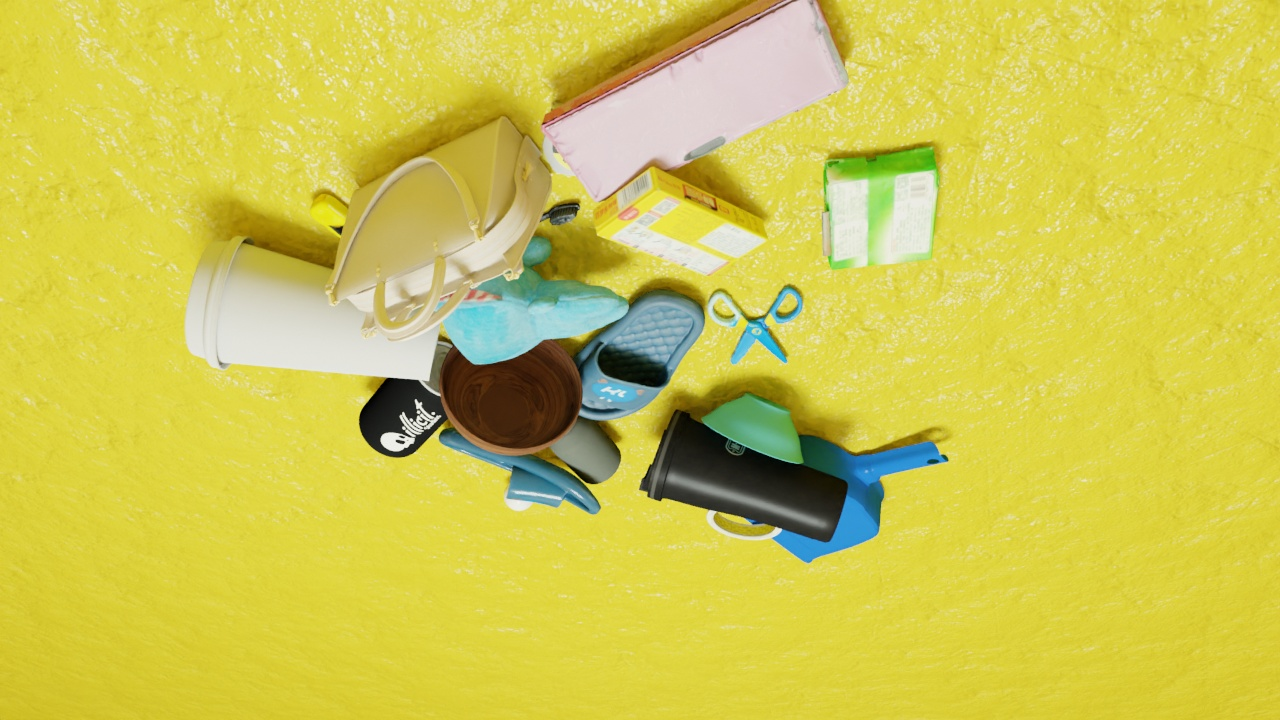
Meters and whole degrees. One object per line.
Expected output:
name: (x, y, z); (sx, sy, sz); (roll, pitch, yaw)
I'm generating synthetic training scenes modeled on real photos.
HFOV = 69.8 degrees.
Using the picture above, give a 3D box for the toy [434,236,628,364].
toy: (-0.105, -0.060, 0.868); (0.181, 0.114, 0.183); (-8, 172, 15)

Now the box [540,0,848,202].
box: (0.041, -0.205, 0.721); (0.233, 0.041, 0.098); (-20, 136, 19)

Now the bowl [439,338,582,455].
bowl: (-0.140, 0.041, 0.963); (0.147, 0.147, 0.069); (15, 147, -11)

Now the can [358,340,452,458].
can: (-0.251, 0.045, 1.023); (0.080, 0.080, 0.146); (28, 134, -24)

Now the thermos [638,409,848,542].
thermos: (0.116, 0.135, 1.030); (0.219, 0.105, 0.106); (18, 139, 8)

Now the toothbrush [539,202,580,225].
toothbrush: (-0.138, -0.115, 0.878); (0.188, 0.017, 0.014); (-16, 136, 25)

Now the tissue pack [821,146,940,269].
tissue pack: (0.209, -0.130, 0.809); (0.099, 0.034, 0.114); (-5, 137, 8)

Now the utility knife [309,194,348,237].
utility knife: (-0.242, -0.095, 0.912); (0.029, 0.020, 0.197); (-22, 134, 33)

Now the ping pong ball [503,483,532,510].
ping pong ball: (-0.157, 0.175, 1.189); (0.040, 0.040, 0.040); (3, 139, 3)

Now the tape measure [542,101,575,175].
tape measure: (-0.051, -0.188, 0.785); (0.064, 0.016, 0.065); (8, 139, -2)

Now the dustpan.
dustpan: (0.247, 0.156, 1.110); (0.258, 0.059, 0.245); (-20, 133, 40)

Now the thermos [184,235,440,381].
thermos: (-0.312, -0.040, 0.903); (0.221, 0.131, 0.132); (11, 139, -12)

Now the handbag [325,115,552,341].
handbag: (-0.178, -0.091, 0.773); (0.195, 0.197, 0.101); (-19, 133, 25)

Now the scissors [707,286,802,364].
scissors: (0.114, -0.035, 0.942); (0.125, 0.016, 0.126); (18, 136, -9)

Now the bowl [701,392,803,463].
bowl: (0.132, 0.067, 1.012); (0.121, 0.121, 0.046); (20, 96, -16)

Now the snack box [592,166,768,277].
snack box: (0.037, -0.118, 0.806); (0.075, 0.025, 0.152); (-30, 150, 36)

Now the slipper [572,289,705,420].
slipper: (-0.006, 0.006, 0.969); (0.103, 0.059, 0.214); (23, 134, -22)

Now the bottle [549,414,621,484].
bottle: (-0.071, 0.096, 1.076); (0.060, 0.060, 0.108); (-17, 134, 24)

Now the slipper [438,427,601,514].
slipper: (-0.147, 0.139, 1.101); (0.214, 0.059, 0.104); (24, 168, 3)

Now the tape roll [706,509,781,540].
tape roll: (0.129, 0.192, 1.132); (0.094, 0.019, 0.094); (9, 145, 6)
